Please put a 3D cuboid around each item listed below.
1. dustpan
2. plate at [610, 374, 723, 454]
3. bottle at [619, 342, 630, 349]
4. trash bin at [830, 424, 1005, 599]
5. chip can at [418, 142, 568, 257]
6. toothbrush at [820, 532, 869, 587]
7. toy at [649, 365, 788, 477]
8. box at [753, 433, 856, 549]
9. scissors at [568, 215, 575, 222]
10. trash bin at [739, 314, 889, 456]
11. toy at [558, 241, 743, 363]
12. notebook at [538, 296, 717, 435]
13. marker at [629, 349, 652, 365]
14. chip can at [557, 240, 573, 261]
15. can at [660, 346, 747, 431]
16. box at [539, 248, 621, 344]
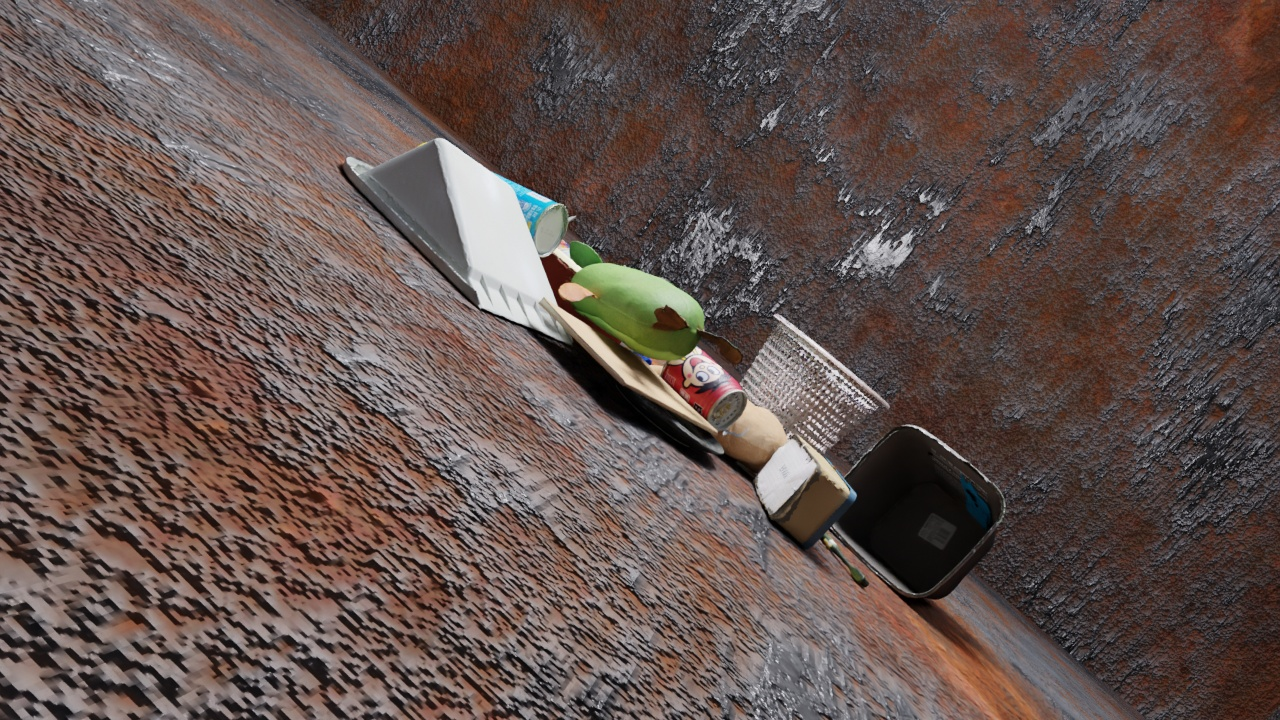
[{"bbox_3d":[-0.212,-0.125,0.999,0.222,0.143,0.257,24,46,-68],"label":"dustpan"},{"bbox_3d":[0.021,0.054,1.046,0.179,0.024,0.179,40,4,-4],"label":"plate"},{"bbox_3d":[-0.025,-0.056,1.374,0.063,0.063,0.108,38,6,-16],"label":"bottle"},{"bbox_3d":[0.413,0.238,1.343,0.199,0.198,0.219,44,2,33],"label":"trash bin"},{"bbox_3d":[-0.193,-0.200,1.137,0.210,0.071,0.071,28,2,21],"label":"chip can"},{"bbox_3d":[0.237,0.228,1.146,0.017,0.012,0.185,44,4,-24],"label":"toothbrush"},{"bbox_3d":[0.099,0.068,1.187,0.226,0.082,0.143,35,3,-17],"label":"toy"},{"bbox_3d":[0.187,0.149,1.062,0.061,0.090,0.184,40,8,-7],"label":"box"},{"bbox_3d":[-0.157,-0.189,1.331,0.146,0.014,0.171,4,35,-11],"label":"scissors"},{"bbox_3d":[0.238,0.069,1.429,0.227,0.192,0.227,39,7,-6],"label":"trash bin"},{"bbox_3d":[0.001,-0.057,1.065,0.226,0.090,0.247,17,9,-43],"label":"toy"},{"bbox_3d":[-0.009,0.011,0.994,0.149,0.012,0.211,43,7,34],"label":"notebook"},{"bbox_3d":[-0.022,-0.030,1.422,0.017,0.017,0.146,35,8,-40],"label":"marker"},{"bbox_3d":[-0.133,-0.149,1.356,0.071,0.071,0.215,33,9,-49],"label":"chip can"},{"bbox_3d":[0.076,0.034,1.099,0.094,0.066,0.066,45,8,37],"label":"can"},{"bbox_3d":[-0.082,-0.091,1.199,0.168,0.080,0.091,39,7,-17],"label":"box"}]
